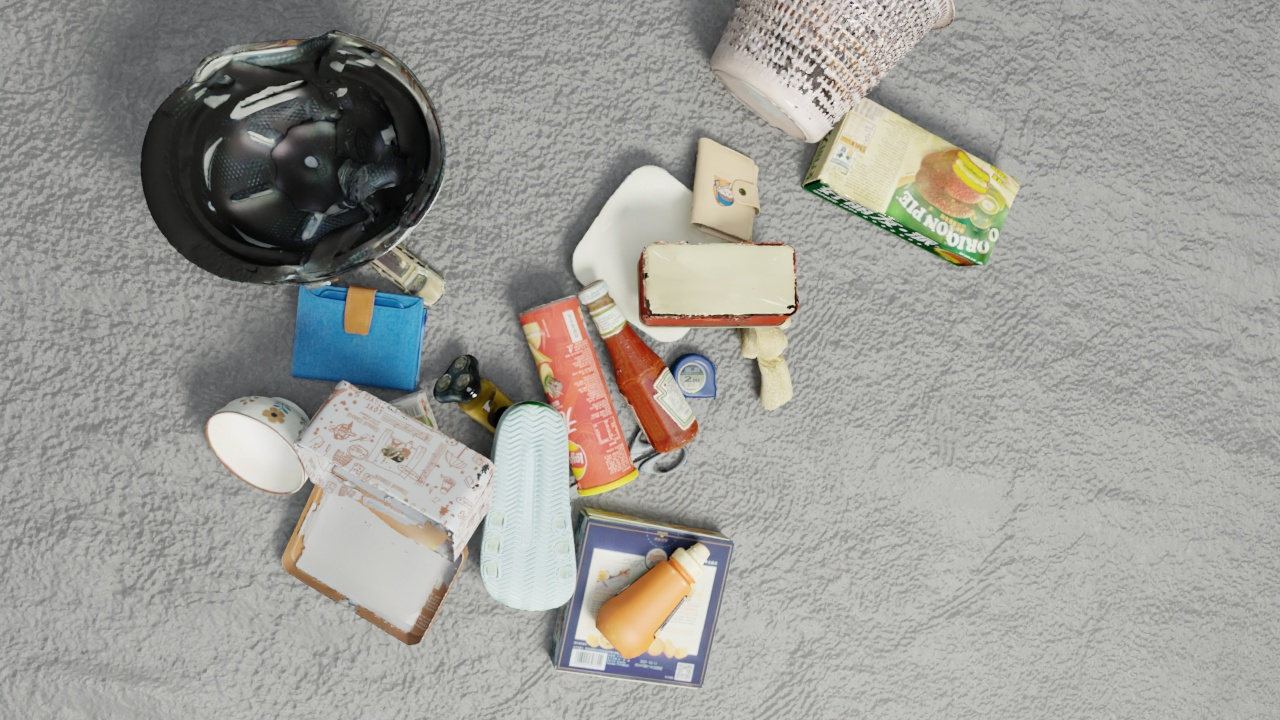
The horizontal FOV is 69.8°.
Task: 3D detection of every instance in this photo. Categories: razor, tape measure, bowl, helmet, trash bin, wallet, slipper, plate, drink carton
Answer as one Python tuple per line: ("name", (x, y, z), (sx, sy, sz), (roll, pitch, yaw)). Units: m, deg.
("razor", (-0.150, 0.065, 1.011), (0.167, 0.068, 0.062), (43, 79, -18))
("tape measure", (0.061, 0.019, 1.070), (0.058, 0.025, 0.054), (1, 92, -16))
("bowl", (-0.382, 0.078, 0.948), (0.113, 0.114, 0.062), (38, 42, -12))
("helmet", (-0.323, -0.194, 0.906), (0.274, 0.157, 0.230), (-24, 101, 0))
("trash bin", (0.188, -0.355, 0.992), (0.227, 0.227, 0.192), (34, 98, -12))
("wallet", (0.099, -0.190, 1.044), (0.087, 0.024, 0.115), (18, 62, -24))
("slipper", (-0.123, 0.159, 1.002), (0.104, 0.074, 0.245), (0, 104, -11))
("plate", (0.017, -0.120, 1.047), (0.164, 0.034, 0.163), (37, 85, -12))
("wallet", (-0.299, -0.026, 0.976), (0.133, 0.040, 0.106), (8, 95, -5))
("drink carton", (-0.237, 0.097, 0.995), (0.045, 0.053, 0.122), (-18, 97, -9))

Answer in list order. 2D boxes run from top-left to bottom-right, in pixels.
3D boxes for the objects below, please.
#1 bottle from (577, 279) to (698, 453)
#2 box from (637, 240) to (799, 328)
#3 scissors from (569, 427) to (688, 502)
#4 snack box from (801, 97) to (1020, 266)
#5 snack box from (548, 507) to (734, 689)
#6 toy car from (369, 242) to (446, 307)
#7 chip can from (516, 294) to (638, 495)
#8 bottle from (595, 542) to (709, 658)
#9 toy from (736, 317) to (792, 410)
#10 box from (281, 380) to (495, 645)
("bottle", (-0.006, 0.006, 1.019), (0.059, 0.060, 0.206), (-32, 102, -9))
("box", (0.083, -0.085, 0.990), (0.168, 0.080, 0.091), (-1, 81, -7))
("scissors", (-0.023, 0.136, 1.066), (0.135, 0.014, 0.174), (30, 87, -11))
("snack box", (0.323, -0.210, 1.094), (0.240, 0.063, 0.114), (23, 89, -13))
("snack box", (0.002, 0.277, 1.064), (0.178, 0.046, 0.182), (12, 91, -13))
("toy car", (-0.251, -0.094, 0.990), (0.090, 0.035, 0.042), (40, 87, -15))
("chip can", (-0.069, 0.038, 1.014), (0.073, 0.073, 0.216), (-20, 95, -11))
("bottle", (0.020, 0.258, 1.014), (0.149, 0.067, 0.067), (-42, 101, -13))
("toy", (0.140, -0.017, 1.072), (0.104, 0.066, 0.157), (-30, 106, -42))
("box", (-0.256, 0.154, 0.928), (0.179, 0.125, 0.274), (29, 128, 5))
